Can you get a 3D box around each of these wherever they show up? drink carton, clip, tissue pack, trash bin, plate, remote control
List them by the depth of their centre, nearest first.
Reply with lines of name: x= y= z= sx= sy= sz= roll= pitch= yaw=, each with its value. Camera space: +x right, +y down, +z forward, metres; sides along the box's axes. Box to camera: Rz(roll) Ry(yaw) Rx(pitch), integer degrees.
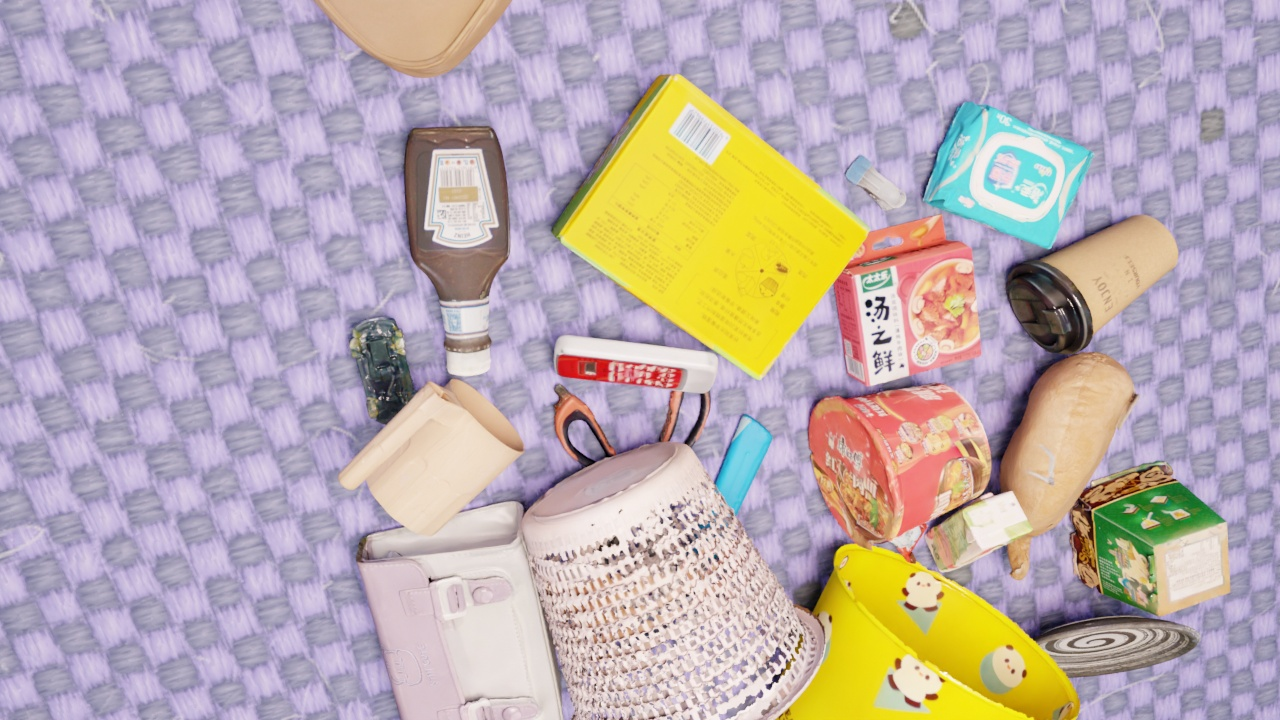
trash bin: x=0.009 y=0.181 z=0.740 sx=0.227 sy=0.227 sz=0.192 roll=-25 pitch=98 yaw=-4
remote control: x=-0.005 y=0.004 z=0.764 sx=0.136 sy=0.056 sz=0.020 roll=7 pitch=63 yaw=-2
clip: x=0.204 y=-0.152 z=0.795 sx=0.056 sy=0.026 sz=0.024 roll=38 pitch=92 yaw=-5
tissue pack: x=0.319 y=-0.159 z=0.796 sx=0.133 sy=0.050 sz=0.093 roll=17 pitch=100 yaw=-15
trash bin: x=0.217 y=0.336 z=0.826 sx=0.229 sy=0.229 sz=0.255 roll=23 pitch=104 yaw=-16
drink carton: x=0.307 y=0.157 z=0.844 sx=0.053 sy=0.123 sz=0.045 roll=-19 pitch=69 yaw=-6
plate: x=0.452 y=0.280 z=0.908 sx=0.179 sy=0.024 sz=0.180 roll=0 pitch=147 yaw=0

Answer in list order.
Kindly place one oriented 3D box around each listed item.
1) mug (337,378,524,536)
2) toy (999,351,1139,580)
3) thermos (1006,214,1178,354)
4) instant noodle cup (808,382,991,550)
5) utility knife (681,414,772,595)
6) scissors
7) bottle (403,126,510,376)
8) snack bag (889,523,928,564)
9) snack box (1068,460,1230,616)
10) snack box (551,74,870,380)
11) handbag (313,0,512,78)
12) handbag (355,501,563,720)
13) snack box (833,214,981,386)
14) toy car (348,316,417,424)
mug: x=-0.167 y=0.074 z=0.731 sx=0.103 sy=0.084 sz=0.124 roll=-44 pitch=152 yaw=4
toy: x=0.372 y=0.097 z=0.836 sx=0.082 sy=0.143 sz=0.226 roll=27 pitch=101 yaw=28
thermos: x=0.402 y=-0.070 z=0.820 sx=0.143 sy=0.093 sz=0.093 roll=-30 pitch=108 yaw=-10
instant noodle cup: x=0.228 y=0.083 z=0.806 sx=0.108 sy=0.138 sz=0.138 roll=-16 pitch=107 yaw=-16
utility knife: x=0.073 y=0.139 z=0.844 sx=0.034 sy=0.018 sz=0.187 roll=22 pitch=100 yaw=-4
scissors: x=-0.003 y=0.100 z=0.821 sx=0.189 sy=0.015 sz=0.227 roll=-33 pitch=109 yaw=-1
bottle: x=-0.143 y=-0.085 z=0.729 sx=0.080 sy=0.044 sz=0.195 roll=-4 pitch=106 yaw=-10
snack bag: x=0.233 y=0.152 z=0.873 sx=0.105 sy=0.026 sz=0.045 roll=37 pitch=79 yaw=-16
snack box: x=0.503 y=0.181 z=0.895 sx=0.117 sy=0.105 sz=0.118 roll=-17 pitch=108 yaw=-7
snack box: x=0.056 y=-0.106 z=0.748 sx=0.210 sy=0.070 sz=0.158 roll=34 pitch=96 yaw=-18
handbag: x=-0.145 y=-0.308 z=0.644 sx=0.148 sy=0.099 sz=0.204 roll=35 pitch=96 yaw=-10
handbag: x=-0.151 y=0.235 z=0.788 sx=0.145 sy=0.098 sz=0.197 roll=-10 pitch=107 yaw=-1
snack box: x=0.234 y=-0.054 z=0.811 sx=0.113 sy=0.044 sz=0.127 roll=-15 pitch=107 yaw=-7
toy car: x=-0.207 y=0.008 z=0.746 sx=0.043 sy=0.034 sz=0.091 roll=-14 pitch=108 yaw=-10
